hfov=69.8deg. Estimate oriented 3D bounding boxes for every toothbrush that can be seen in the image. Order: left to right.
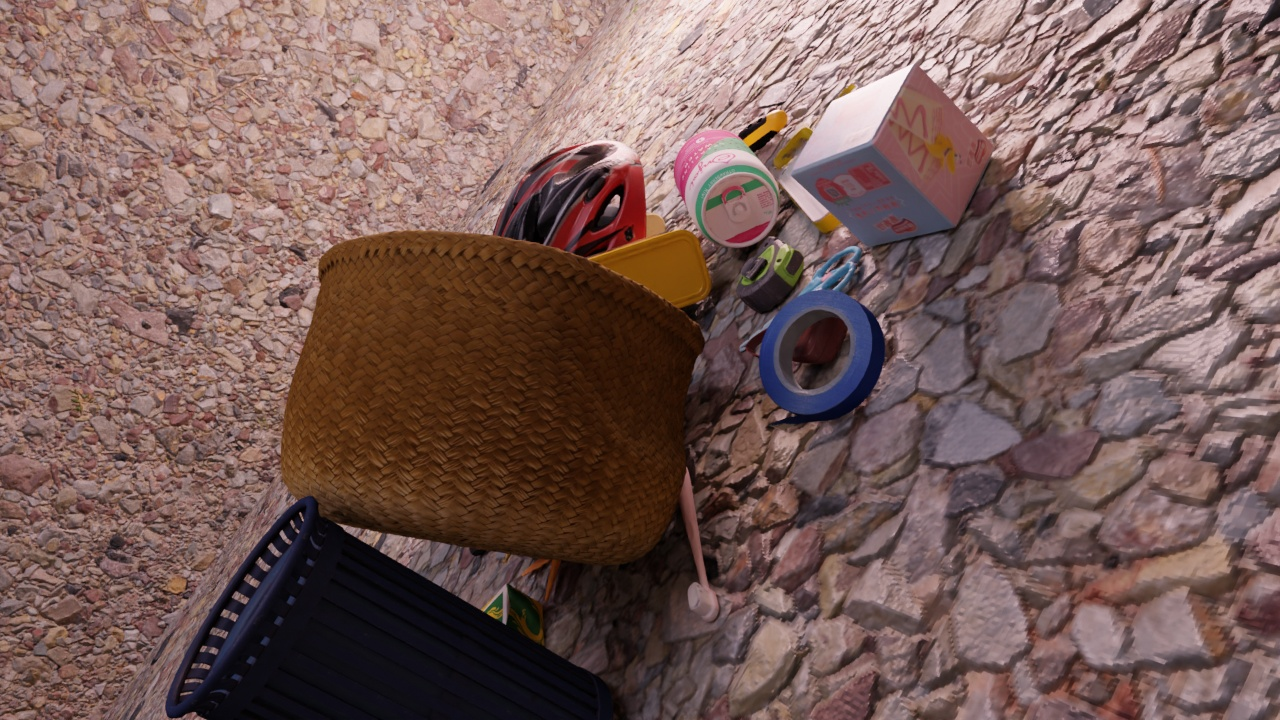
[{"bbox_3d":[0.036,0.123,0.673,0.016,0.018,0.181,-46,21,17],"label":"toothbrush"},{"bbox_3d":[0.109,-0.246,1.091,0.031,0.031,0.197,-41,8,-32],"label":"toothbrush"}]

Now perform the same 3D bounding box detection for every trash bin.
[{"bbox_3d":[-0.142,0.210,0.581,0.139,0.249,0.139,-43,23,23],"label":"trash bin"}]

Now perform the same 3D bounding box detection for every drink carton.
[{"bbox_3d":[-0.137,0.258,0.786,0.123,0.041,0.058,-47,22,13],"label":"drink carton"}]

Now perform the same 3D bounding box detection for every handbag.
[{"bbox_3d":[0.116,-0.017,0.721,0.120,0.029,0.055,-17,46,65],"label":"handbag"}]

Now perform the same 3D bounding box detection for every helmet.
[{"bbox_3d":[-0.086,-0.131,1.070,0.217,0.166,0.272,31,102,61],"label":"helmet"}]

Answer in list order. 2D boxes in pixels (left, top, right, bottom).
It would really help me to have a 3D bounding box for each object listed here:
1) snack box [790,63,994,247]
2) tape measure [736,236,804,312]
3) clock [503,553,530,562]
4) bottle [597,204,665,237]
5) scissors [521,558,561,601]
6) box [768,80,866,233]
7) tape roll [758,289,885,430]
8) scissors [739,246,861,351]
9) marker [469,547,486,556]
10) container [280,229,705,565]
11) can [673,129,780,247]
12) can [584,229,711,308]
[{"bbox_3d":[0.186,-0.148,0.679,0.079,0.094,0.093,-59,21,-17],"label":"snack box"},{"bbox_3d":[0.111,-0.077,0.804,0.065,0.036,0.058,-52,22,0],"label":"tape measure"},{"bbox_3d":[-0.098,0.128,0.864,0.125,0.052,0.089,-53,18,-3],"label":"clock"},{"bbox_3d":[-0.012,-0.169,1.156,0.046,0.072,0.161,-70,21,2],"label":"bottle"},{"bbox_3d":[-0.070,0.165,0.834,0.126,0.011,0.128,-40,22,30],"label":"scissors"},{"bbox_3d":[0.188,-0.196,0.860,0.127,0.023,0.209,-43,22,15],"label":"box"},{"bbox_3d":[0.124,-0.004,0.638,0.092,0.016,0.093,-24,56,38],"label":"tape roll"},{"bbox_3d":[0.129,-0.044,0.757,0.137,0.015,0.056,-45,20,37],"label":"scissors"},{"bbox_3d":[-0.141,0.178,0.954,0.124,0.017,0.021,-37,25,39],"label":"marker"},{"bbox_3d":[-0.113,0.043,0.691,0.308,0.306,0.196,-12,64,60],"label":"container"},{"bbox_3d":[0.087,-0.177,0.941,0.088,0.088,0.165,-46,22,16],"label":"can"},{"bbox_3d":[-0.005,-0.084,0.931,0.131,0.072,0.101,-19,11,-3],"label":"can"}]
